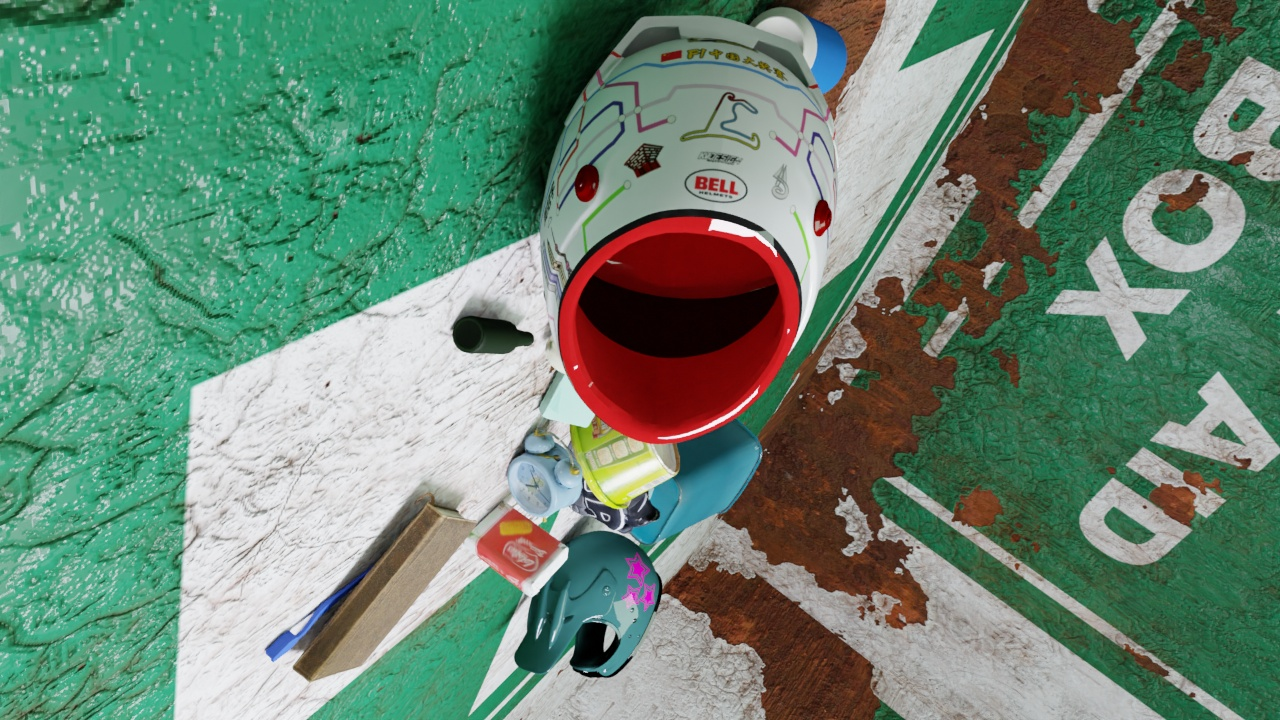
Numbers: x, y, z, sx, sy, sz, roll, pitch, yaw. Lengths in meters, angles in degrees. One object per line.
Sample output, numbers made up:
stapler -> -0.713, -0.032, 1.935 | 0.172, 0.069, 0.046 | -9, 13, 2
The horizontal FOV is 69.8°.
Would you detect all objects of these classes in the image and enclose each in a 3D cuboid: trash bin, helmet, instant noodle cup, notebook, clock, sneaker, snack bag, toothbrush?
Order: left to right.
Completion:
toothbrush -> -0.303, 0.235, 0.933 | 0.186, 0.011, 0.017 | -43, 162, -44
notebook -> -0.267, 0.238, 0.964 | 0.215, 0.034, 0.190 | -51, 169, -9
snack bag -> -0.157, 0.238, 1.168 | 0.076, 0.116, 0.036 | -43, 155, -36
clock -> -0.115, 0.138, 1.126 | 0.051, 0.089, 0.125 | -26, 151, -48
helmet -> -0.096, 0.431, 1.618 | 0.177, 0.200, 0.274 | 6, -113, 56
sneaker -> -0.029, 0.174, 1.337 | 0.097, 0.151, 0.253 | -42, 159, -36
instant noodle cup -> -0.016, 0.108, 1.177 | 0.098, 0.146, 0.146 | -24, 172, 15
trash bin -> 0.053, 0.187, 1.566 | 0.218, 0.199, 0.197 | -22, 146, -51
helmet -> 0.036, -0.113, 0.750 | 0.315, 0.231, 0.235 | 103, -7, -47

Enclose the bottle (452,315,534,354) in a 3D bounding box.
bottle -> -0.128, -0.022, 0.838 | 0.033, 0.033, 0.122 | -56, 165, 9

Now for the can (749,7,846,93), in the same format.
can -> 0.164, -0.321, 0.964 | 0.079, 0.079, 0.145 | -61, 163, 24

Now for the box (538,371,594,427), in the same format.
box -> -0.050, -0.018, 1.091 | 0.188, 0.078, 0.112 | -59, -167, 25

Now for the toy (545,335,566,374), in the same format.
toy -> -0.002, -0.022, 1.001 | 0.209, 0.085, 0.138 | 27, 110, -36
